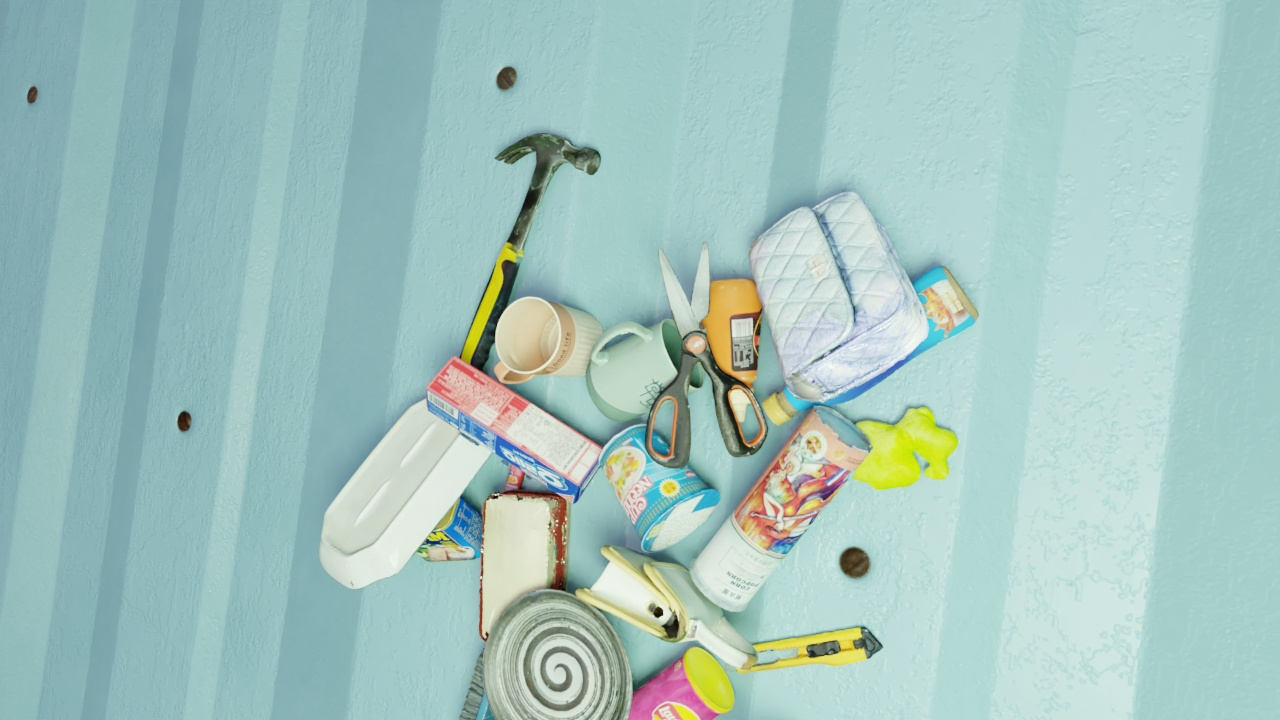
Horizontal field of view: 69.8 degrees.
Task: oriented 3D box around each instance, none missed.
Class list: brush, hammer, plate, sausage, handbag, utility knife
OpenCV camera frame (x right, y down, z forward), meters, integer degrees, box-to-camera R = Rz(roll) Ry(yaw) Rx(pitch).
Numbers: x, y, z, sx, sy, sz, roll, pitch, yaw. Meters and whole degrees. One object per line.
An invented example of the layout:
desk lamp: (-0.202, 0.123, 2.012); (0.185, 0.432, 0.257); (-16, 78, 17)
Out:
brush: (-0.162, 0.393, 1.048); (0.073, 0.055, 0.144); (20, 95, 28)
hammer: (-0.159, -0.116, 1.100); (0.126, 0.031, 0.323); (26, 98, 26)
plate: (-0.277, 0.137, 1.064); (0.162, 0.034, 0.265); (21, 67, 41)
plate: (-0.086, 0.331, 0.964); (0.180, 0.024, 0.179); (-2, 85, 26)
sausage: (-0.155, 0.169, 1.082); (0.020, 0.020, 0.156); (16, 93, 27)
handbag: (0.176, -0.067, 0.859); (0.134, 0.075, 0.193); (-34, 39, 22)
handbag: (0.042, 0.244, 0.900); (0.179, 0.163, 0.063); (24, 84, 22)
utility knife: (0.159, 0.294, 0.918); (0.168, 0.015, 0.033); (-18, 76, 24)

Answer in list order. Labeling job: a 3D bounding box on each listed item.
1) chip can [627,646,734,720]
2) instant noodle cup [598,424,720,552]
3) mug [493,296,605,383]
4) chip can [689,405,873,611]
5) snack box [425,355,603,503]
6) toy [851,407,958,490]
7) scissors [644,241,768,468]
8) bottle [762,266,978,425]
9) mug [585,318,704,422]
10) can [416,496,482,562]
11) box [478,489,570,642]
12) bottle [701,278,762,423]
chip can: (-0.003, 0.387, 0.960); (0.211, 0.071, 0.071); (-41, 70, 18)
instant noodle cup: (0.013, 0.129, 0.966); (0.099, 0.099, 0.110); (-48, 60, 15)
mug: (-0.108, -0.013, 1.024); (0.115, 0.105, 0.081); (-41, 69, 18)
chip can: (0.135, 0.145, 0.896); (0.071, 0.071, 0.215); (42, 111, 23)
snack box: (-0.140, 0.078, 1.022); (0.207, 0.057, 0.058); (31, 58, 9)
toy: (0.247, 0.088, 0.881); (0.100, 0.031, 0.096); (-47, 65, 12)
scissors: (0.047, 0.005, 0.910); (0.198, 0.021, 0.227); (-39, 99, 1)
bottle: (0.214, -0.006, 0.887); (0.219, 0.065, 0.065); (-35, 72, 21)
mug: (-0.006, 0.006, 0.971); (0.107, 0.112, 0.082); (-25, 40, 25)
can: (-0.236, 0.195, 1.077); (0.102, 0.083, 0.057); (-8, 49, 26)
box: (-0.130, 0.232, 1.023); (0.091, 0.076, 0.168); (2, 90, 16)
bottle: (0.096, -0.009, 0.951); (0.067, 0.066, 0.149); (-2, 93, 26)
